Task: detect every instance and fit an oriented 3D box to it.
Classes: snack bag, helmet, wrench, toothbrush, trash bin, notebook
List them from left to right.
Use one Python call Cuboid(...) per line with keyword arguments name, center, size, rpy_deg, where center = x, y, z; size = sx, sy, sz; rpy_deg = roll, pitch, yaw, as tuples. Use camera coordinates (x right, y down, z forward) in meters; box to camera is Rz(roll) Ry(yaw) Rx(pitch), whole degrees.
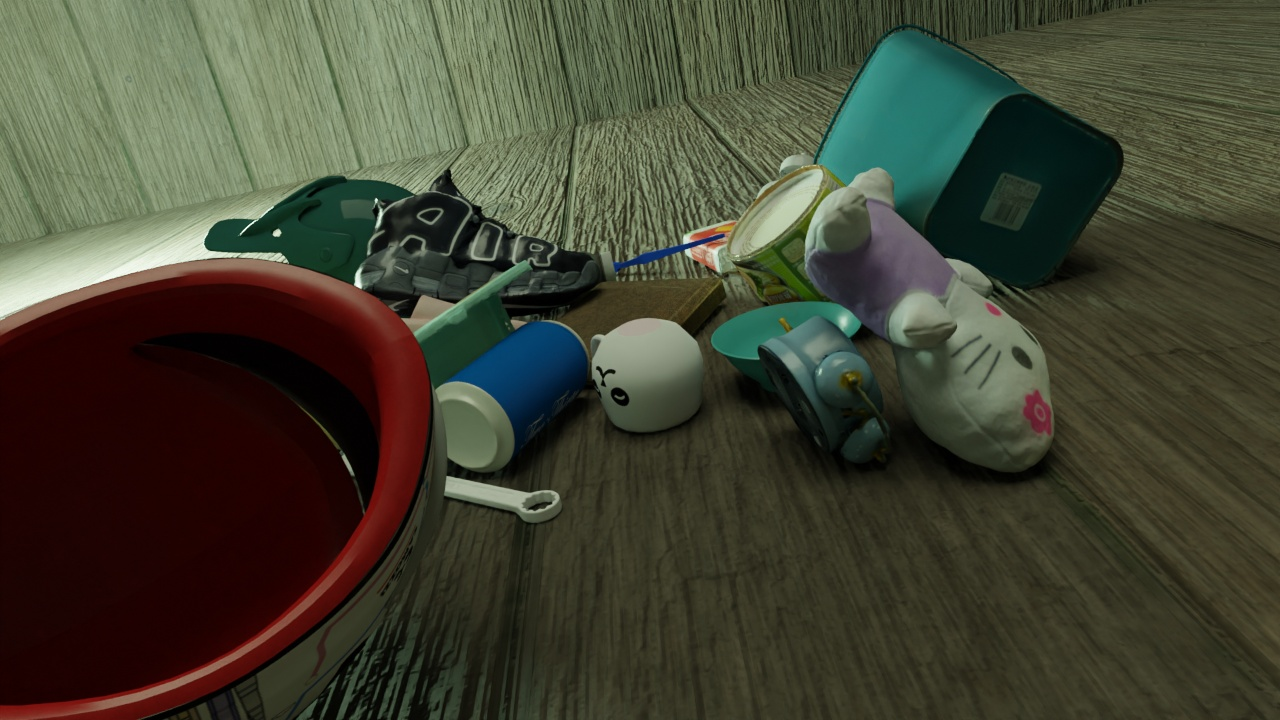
Cuboid(name="helmet", center=(-0.253, 0.094, 0.455), size=(0.313, 0.231, 0.237), rpy_deg=(-30, -9, -26))
Cuboid(name="helmet", center=(-0.342, -0.110, 1.053), size=(0.275, 0.200, 0.176), rpy_deg=(-6, 22, 15))
Cuboid(name="wrench", center=(-0.168, 0.094, 0.713), size=(0.274, 0.009, 0.047), rpy_deg=(5, 27, 36))
Cuboid(name="notebook", center=(0.002, -0.034, 0.905), size=(0.190, 0.034, 0.214), rpy_deg=(-1, 25, 27))
Cuboid(name="toothbrush", center=(0.024, -0.129, 1.115), size=(0.187, 0.016, 0.011), rpy_deg=(-12, 10, 35))
Cuboid(name="snack bag", center=(0.107, -0.138, 1.109), size=(0.077, 0.036, 0.116), rpy_deg=(-17, 22, -13))
Cuboid(name="trash bin", center=(0.315, -0.191, 0.892), size=(0.199, 0.197, 0.218), rpy_deg=(18, 22, -19))

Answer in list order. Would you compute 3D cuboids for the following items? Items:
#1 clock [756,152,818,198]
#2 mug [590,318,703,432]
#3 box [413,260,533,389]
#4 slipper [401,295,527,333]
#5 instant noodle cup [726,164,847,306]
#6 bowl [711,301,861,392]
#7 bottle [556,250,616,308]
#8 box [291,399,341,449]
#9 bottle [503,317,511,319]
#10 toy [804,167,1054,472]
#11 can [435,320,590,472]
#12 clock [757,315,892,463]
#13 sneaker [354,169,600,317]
Cuboid(name="clock", center=(0.187, -0.168, 1.036), size=(0.061, 0.120, 0.158), rpy_deg=(-4, 32, 42))
Cuboid(name="mug", center=(-0.004, 0.004, 0.753), size=(0.090, 0.076, 0.124), rpy_deg=(-26, 27, -31))
Cuboid(name="box", center=(-0.161, -0.001, 0.764), size=(0.113, 0.078, 0.186), rpy_deg=(-32, 8, 49))
Cuboid(name="slipper", center=(-0.210, -0.030, 0.887), size=(0.221, 0.055, 0.107), rpy_deg=(3, -15, -14))
Cuboid(name="instant noodle cup", center=(0.151, -0.105, 0.841), size=(0.146, 0.098, 0.146), rpy_deg=(-41, 22, 20))
Cuboid(name="bowl", center=(0.122, -0.006, 0.755), size=(0.121, 0.046, 0.121), rpy_deg=(-11, 21, 4))
Cuboid(name="bottle", center=(-0.084, -0.094, 1.069), size=(0.108, 0.060, 0.060), rpy_deg=(-12, 21, -1))
Cuboid(name="box", center=(-0.331, 0.009, 0.838), size=(0.250, 0.128, 0.091), rpy_deg=(-3, 33, 25))
Cuboid(name="bottle", center=(-0.189, -0.064, 1.087), size=(0.033, 0.033, 0.123), rpy_deg=(-22, 23, -24))
Cuboid(name="toy", center=(0.186, -0.024, 0.601), size=(0.086, 0.209, 0.137), rpy_deg=(-39, -1, 31))
Cuboid(name="can", center=(-0.105, 0.026, 0.753), size=(0.079, 0.079, 0.145), rpy_deg=(-1, 24, 27))
Cuboid(name="clock", center=(0.129, 0.021, 0.622), size=(0.051, 0.089, 0.124), rpy_deg=(-32, 33, -4))
Cuboid(name="sneaker", center=(-0.170, -0.126, 0.958), size=(0.252, 0.150, 0.097), rpy_deg=(-2, -11, -21))
